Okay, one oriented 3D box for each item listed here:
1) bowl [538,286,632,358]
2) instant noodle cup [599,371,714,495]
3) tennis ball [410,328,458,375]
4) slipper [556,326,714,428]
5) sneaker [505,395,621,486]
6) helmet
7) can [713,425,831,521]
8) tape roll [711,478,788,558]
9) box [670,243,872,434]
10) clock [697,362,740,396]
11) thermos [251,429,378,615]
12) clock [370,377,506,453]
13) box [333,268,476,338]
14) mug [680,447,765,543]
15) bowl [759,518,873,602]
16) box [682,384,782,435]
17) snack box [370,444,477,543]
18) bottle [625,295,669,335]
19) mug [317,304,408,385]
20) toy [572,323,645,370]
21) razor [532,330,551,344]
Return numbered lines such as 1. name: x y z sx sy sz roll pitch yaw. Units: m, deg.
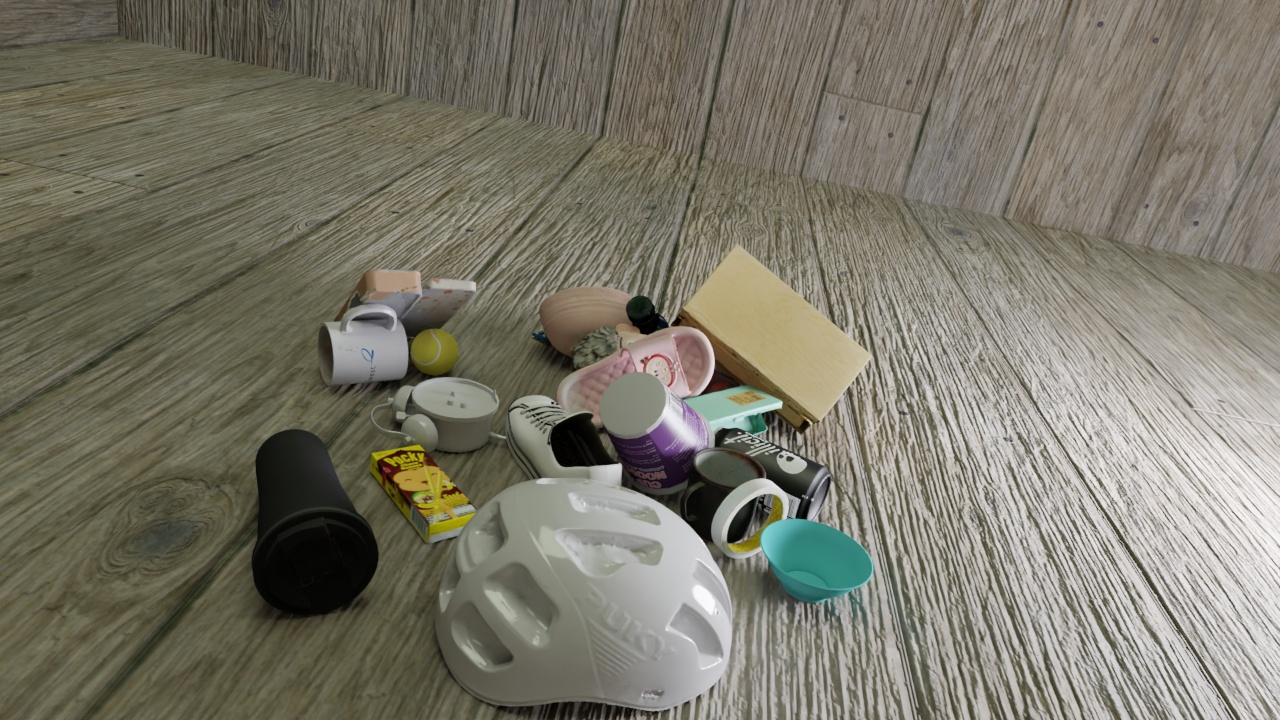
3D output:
1. bowl: -0.077 -0.046 1.386 0.153 0.153 0.076 3 67 -17
2. instant noodle cup: 0.009 0.073 1.080 0.122 0.122 0.136 -30 53 3
3. tennis ball: -0.286 -0.012 1.275 0.065 0.065 0.065 9 24 -4
4. slipper: -0.004 0.029 1.218 0.221 0.107 0.056 -21 2 -7
5. sneaker: -0.092 0.092 1.093 0.091 0.097 0.245 -1 28 -26
6. helmet: -0.038 0.215 0.851 0.282 0.184 0.224 24 23 -23
7. can: 0.150 0.139 1.113 0.146 0.080 0.080 23 27 25
8. tape roll: 0.121 0.174 1.007 0.093 0.094 0.019 -6 30 -33
9. box: 0.175 -0.019 1.322 0.248 0.185 0.141 40 60 2
10. clock: 0.109 0.029 1.357 0.109 0.062 0.157 2 39 -50
11. thermos: -0.325 0.144 0.886 0.105 0.106 0.218 -2 22 -26
12. clock: -0.249 0.066 1.127 0.159 0.061 0.120 -1 27 -27
13. box: -0.328 -0.071 1.268 0.150 0.043 0.217 -5 -14 -32
14. mug: 0.083 0.158 1.042 0.110 0.081 0.085 -13 33 -42
15. bowl: 0.182 0.224 0.982 0.121 0.046 0.121 9 24 -4
16. box: 0.106 0.069 1.214 0.188 0.080 0.077 -10 69 -40
17. snack box: -0.238 0.143 1.005 0.061 0.026 0.149 -8 31 -38
18. bottle: 0.017 -0.040 1.371 0.056 0.161 0.056 -7 60 13
19. mug: -0.363 -0.026 1.207 0.096 0.120 0.083 -5 45 -32
20. toy: -0.008 0.008 1.284 0.176 0.076 0.132 3 69 -9
21. razor: -0.115 -0.053 1.498 0.044 0.018 0.140 25 28 29
